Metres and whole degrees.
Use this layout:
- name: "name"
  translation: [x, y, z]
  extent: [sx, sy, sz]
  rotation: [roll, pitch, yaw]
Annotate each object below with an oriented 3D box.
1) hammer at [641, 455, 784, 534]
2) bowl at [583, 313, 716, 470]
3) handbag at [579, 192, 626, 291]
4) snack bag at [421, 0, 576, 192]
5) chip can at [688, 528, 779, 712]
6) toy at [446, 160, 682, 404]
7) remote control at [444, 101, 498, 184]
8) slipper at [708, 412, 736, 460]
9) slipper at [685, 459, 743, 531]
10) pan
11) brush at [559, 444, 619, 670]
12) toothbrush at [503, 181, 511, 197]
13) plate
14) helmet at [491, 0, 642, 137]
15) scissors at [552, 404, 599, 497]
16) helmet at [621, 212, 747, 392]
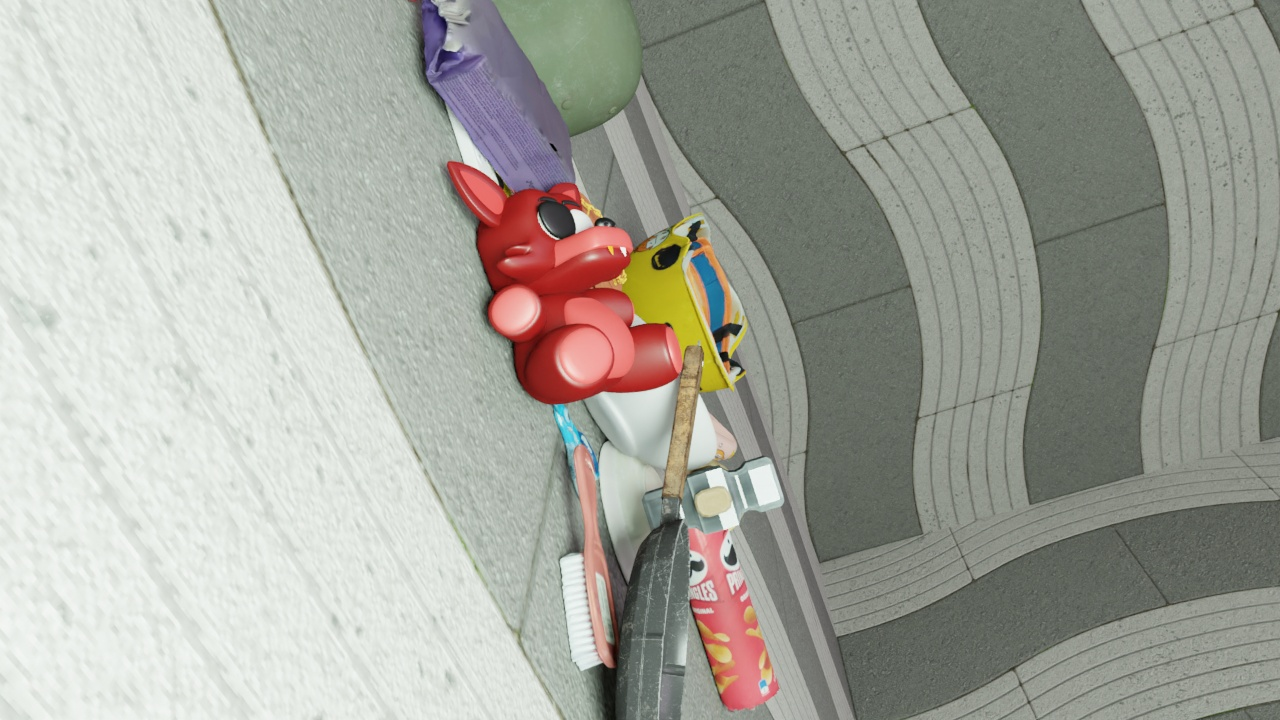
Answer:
- name: "hammer"
  translation: [0.069, 0.130, 0.937]
  extent: [0.323, 0.117, 0.051]
  rotation: [54, 18, -85]
- name: "bowl"
  translation: [-0.008, 0.037, 0.853]
  extent: [0.176, 0.066, 0.177]
  rotation: [50, -17, 21]
- name: "handbag"
  translation: [-0.056, -0.108, 0.970]
  extent: [0.171, 0.060, 0.109]
  rotation: [-90, 155, -60]
- name: "snack bag"
  translation: [-0.113, -0.217, 0.760]
  extent: [0.205, 0.058, 0.096]
  rotation: [54, 21, -55]
- name: "chip can"
  translation: [0.091, 0.274, 1.040]
  extent: [0.073, 0.073, 0.233]
  rotation: [-34, 107, -79]
- name: "toy"
  translation: [-0.059, -0.061, 0.711]
  extent: [0.158, 0.121, 0.197]
  rotation: [-6, 73, -53]
- name: "remote control"
  translation: [-0.135, -0.164, 0.765]
  extent: [0.043, 0.013, 0.136]
  rotation: [-12, 84, -80]
- name: "slipper"
  translation: [0.046, 0.089, 1.103]
  extent: [0.093, 0.081, 0.197]
  rotation: [31, 1, -17]
- name: "slipper"
  translation: [0.091, 0.175, 1.198]
  extent: [0.261, 0.079, 0.111]
  rotation: [-46, 114, -78]
- name: "pan"
  translation: [0.019, 0.146, 0.701]
  extent: [0.208, 0.040, 0.356]
  rotation: [75, 19, -65]
- name: "brush"
  translation: [-0.043, 0.141, 0.674]
  extent: [0.041, 0.030, 0.172]
  rotation: [56, 20, -55]
- name: "toothbrush"
  translation: [-0.115, -0.131, 0.818]
  extent: [0.021, 0.016, 0.135]
  rotation: [-4, 79, -81]
- name: "plate"
  translation: [0.008, 0.161, 0.900]
  extent: [0.182, 0.034, 0.182]
  rotation: [-18, 89, -80]
- name: "helmet"
  translation: [-0.079, -0.322, 0.920]
  extent: [0.267, 0.154, 0.227]
  rotation: [-18, 88, -80]
- name: "scissors"
  translation: [-0.063, 0.051, 0.785]
  extent: [0.083, 0.015, 0.140]
  rotation: [-63, 133, -73]
- name: "helmet"
  translation: [0.039, -0.053, 1.149]
  extent: [0.239, 0.140, 0.209]
  rotation: [-80, 149, -53]
